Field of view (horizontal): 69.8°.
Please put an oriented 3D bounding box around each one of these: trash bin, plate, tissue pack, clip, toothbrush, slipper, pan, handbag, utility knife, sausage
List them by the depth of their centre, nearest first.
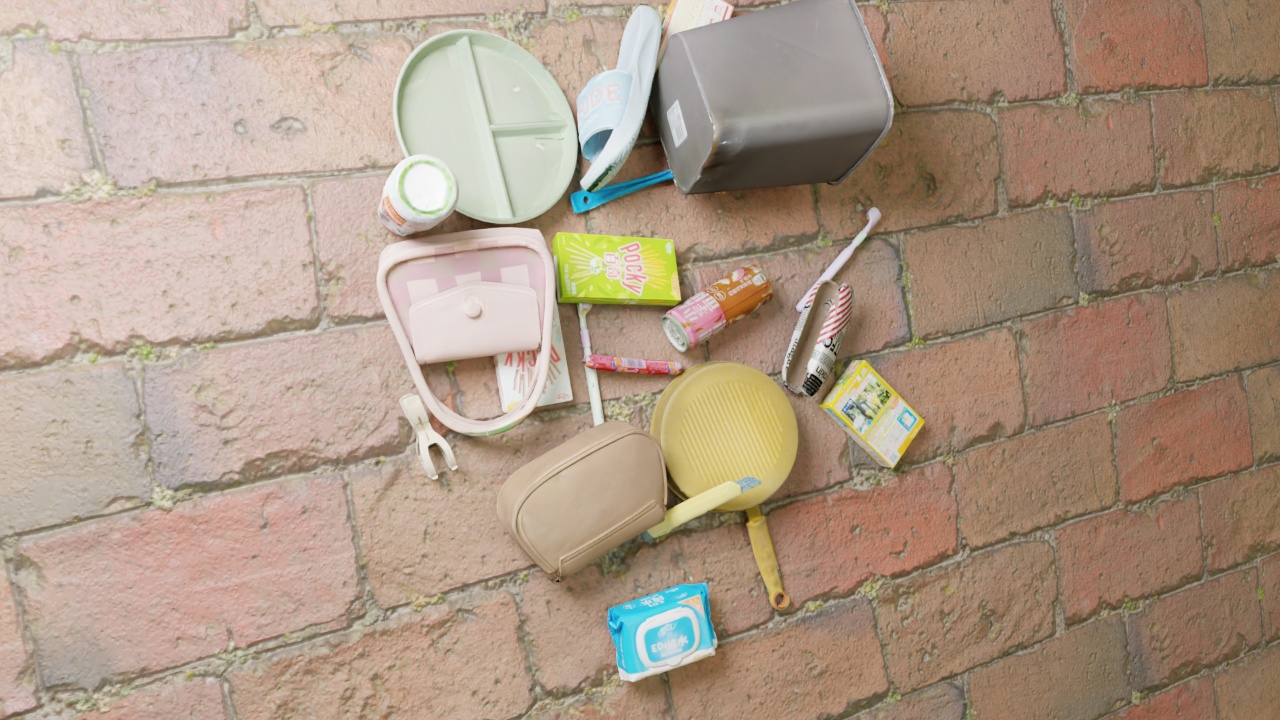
[{"bbox_3d":[-0.187,-0.029,1.043,0.193,0.093,0.234,-8,102,-7],"label":"handbag"},{"bbox_3d":[-0.242,0.087,1.048,0.034,0.076,0.103,-24,110,-20],"label":"clip"},{"bbox_3d":[-0.178,-0.268,1.064,0.229,0.028,0.230,6,78,-32],"label":"plate"},{"bbox_3d":[0.144,-0.307,1.099,0.219,0.199,0.199,-15,78,-16],"label":"trash bin"},{"bbox_3d":[-0.033,-0.322,1.103,0.074,0.104,0.245,18,74,-17],"label":"slipper"},{"bbox_3d":[-0.066,0.164,1.103,0.204,0.100,0.148,-27,111,-20],"label":"handbag"},{"bbox_3d":[-0.059,0.017,1.143,0.029,0.020,0.189,-17,101,-64],"label":"toothbrush"},{"bbox_3d":[0.072,0.184,1.146,0.177,0.019,0.031,-27,115,25],"label":"utility knife"},{"bbox_3d":[-0.007,0.007,1.152,0.155,0.020,0.020,5,89,-32],"label":"sausage"},{"bbox_3d":[0.028,0.342,1.158,0.139,0.063,0.090,-12,95,-21],"label":"tissue pack"},{"bbox_3d":[0.137,0.173,1.211,0.197,0.078,0.357,-23,93,-16],"label":"pan"},{"bbox_3d":[0.275,-0.139,1.277,0.189,0.021,0.029,-50,139,-13],"label":"toothbrush"}]

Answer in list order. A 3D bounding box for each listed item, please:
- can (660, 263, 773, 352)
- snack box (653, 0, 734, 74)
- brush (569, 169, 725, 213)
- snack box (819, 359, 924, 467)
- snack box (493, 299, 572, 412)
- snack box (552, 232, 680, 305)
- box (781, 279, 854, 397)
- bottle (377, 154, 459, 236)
[{"bbox_3d":[0.100,-0.069,1.186,0.147,0.058,0.058,-32,102,-19],"label":"can"},{"bbox_3d":[0.060,-0.403,1.182,0.077,0.027,0.155,23,82,-20],"label":"snack box"},{"bbox_3d":[0.029,-0.233,1.170,0.254,0.046,0.083,-19,101,-17],"label":"brush"},{"bbox_3d":[0.328,0.075,1.294,0.140,0.034,0.086,43,76,-19],"label":"snack box"},{"bbox_3d":[-0.137,-0.021,1.108,0.084,0.027,0.157,-11,94,-22],"label":"snack box"},{"bbox_3d":[-0.029,-0.112,1.138,0.156,0.026,0.085,1,73,-22],"label":"snack box"},{"bbox_3d":[0.237,-0.031,1.251,0.075,0.076,0.163,26,82,-57],"label":"box"},{"bbox_3d":[-0.242,-0.166,0.971,0.068,0.197,0.068,0,90,-22],"label":"bottle"}]
